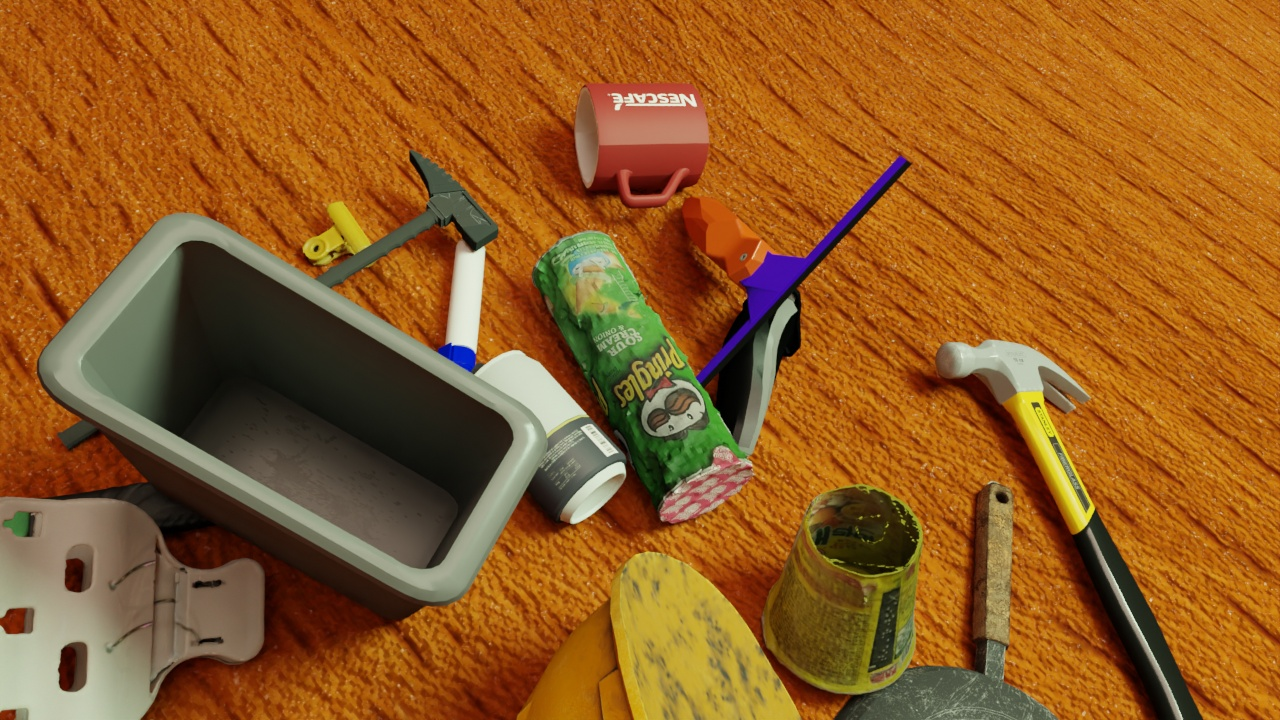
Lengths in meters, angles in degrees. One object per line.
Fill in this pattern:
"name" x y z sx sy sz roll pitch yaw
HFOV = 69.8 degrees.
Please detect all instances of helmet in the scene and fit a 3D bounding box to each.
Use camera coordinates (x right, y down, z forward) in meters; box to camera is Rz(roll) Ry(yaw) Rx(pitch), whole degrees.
"helmet" 0.016 0.239 0.465 0.131 0.205 0.255 -34 78 16

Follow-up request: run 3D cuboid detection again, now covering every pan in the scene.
"pan" 0.226 0.223 0.594 0.207 0.040 0.355 19 55 0

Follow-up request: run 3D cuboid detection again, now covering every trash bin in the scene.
"trash bin" -0.170 0.050 0.476 0.192 0.220 0.097 32 65 -7

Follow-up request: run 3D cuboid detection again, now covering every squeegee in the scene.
"squeegee" 0.070 -0.094 0.728 0.055 0.250 0.184 36 12 -30

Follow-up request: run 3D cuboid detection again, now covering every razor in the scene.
"razor" 0.084 0.010 0.698 0.060 0.057 0.155 45 51 -21

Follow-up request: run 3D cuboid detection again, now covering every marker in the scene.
"marker" -0.134 -0.036 0.690 0.027 0.023 0.133 36 41 -42

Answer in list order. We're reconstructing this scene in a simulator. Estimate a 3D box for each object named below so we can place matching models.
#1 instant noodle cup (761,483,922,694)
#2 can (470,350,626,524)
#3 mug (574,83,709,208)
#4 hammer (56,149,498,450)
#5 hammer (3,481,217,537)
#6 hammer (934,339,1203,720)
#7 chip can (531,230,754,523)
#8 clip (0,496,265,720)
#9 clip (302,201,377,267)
"instant noodle cup" 0.129 0.137 0.571 0.102 0.108 0.102 0 42 0
"can" -0.070 0.048 0.625 0.064 0.064 0.127 -34 69 -30
"mug" 0.003 -0.180 0.790 0.096 0.081 0.116 -5 64 -16
"hammer" -0.256 -0.044 0.653 0.324 0.015 0.095 -38 80 -24
"hammer" -0.363 0.097 0.544 0.318 0.032 0.130 -6 57 -18
"hammer" 0.332 0.125 0.682 0.127 0.029 0.323 -1 59 -28
"chip can" -0.005 0.004 0.659 0.075 0.076 0.223 -18 59 -24
"clip" -0.289 0.141 0.504 0.150 0.110 0.126 19 63 -56
"clip" -0.233 -0.093 0.706 0.048 0.046 0.054 -11 58 -49
